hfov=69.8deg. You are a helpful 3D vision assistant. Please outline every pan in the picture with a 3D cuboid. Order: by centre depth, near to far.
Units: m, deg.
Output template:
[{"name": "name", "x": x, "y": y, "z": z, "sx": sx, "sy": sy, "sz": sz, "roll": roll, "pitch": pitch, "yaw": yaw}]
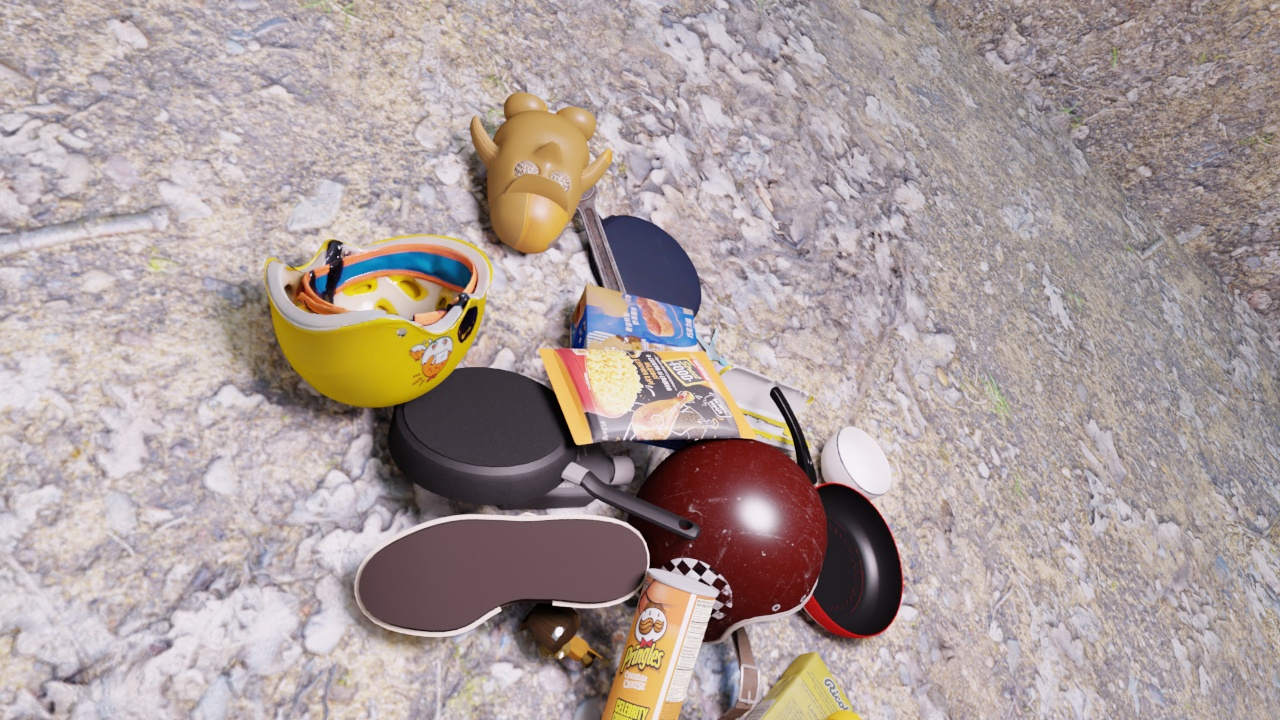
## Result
[{"name": "pan", "x": -0.098, "y": 0.101, "z": 0.973, "sx": 0.356, "sy": 0.044, "sz": 0.203, "roll": 22, "pitch": 33, "yaw": 13}, {"name": "pan", "x": 0.245, "y": 0.206, "z": 1.258, "sx": 0.208, "sy": 0.067, "sz": 0.356, "roll": -21, "pitch": 82, "yaw": -44}, {"name": "pan", "x": -0.038, "y": -0.195, "z": 1.362, "sx": 0.356, "sy": 0.021, "sz": 0.198, "roll": 51, "pitch": 43, "yaw": 2}]

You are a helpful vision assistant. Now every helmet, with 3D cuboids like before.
[{"name": "helmet", "x": -0.267, "y": -0.036, "z": 0.970, "sx": 0.209, "sy": 0.140, "sz": 0.239, "roll": 23, "pitch": 31, "yaw": 25}, {"name": "helmet", "x": 0.096, "y": 0.217, "z": 1.064, "sx": 0.234, "sy": 0.254, "sz": 0.232, "roll": 32, "pitch": 37, "yaw": -6}]

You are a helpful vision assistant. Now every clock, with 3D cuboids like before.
[{"name": "clock", "x": 0.220, "y": 0.463, "z": 1.038, "sx": 0.151, "sy": 0.052, "sz": 0.113, "roll": -14, "pitch": 75, "yaw": -37}]

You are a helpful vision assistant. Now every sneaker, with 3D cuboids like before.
[{"name": "sneaker", "x": -0.146, "y": 0.213, "z": 0.954, "sx": 0.293, "sy": 0.117, "sz": 0.111, "roll": -5, "pitch": 81, "yaw": -20}]

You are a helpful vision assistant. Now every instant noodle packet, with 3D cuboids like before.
[{"name": "instant noodle packet", "x": 0.007, "y": 0.037, "z": 1.049, "sx": 0.220, "sy": 0.032, "sz": 0.159, "roll": 1, "pitch": 38, "yaw": -25}]

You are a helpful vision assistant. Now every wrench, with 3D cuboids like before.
[{"name": "wrench", "x": -0.048, "y": -0.135, "z": 1.290, "sx": 0.070, "sy": 0.010, "sz": 0.273, "roll": -13, "pitch": 75, "yaw": -25}]

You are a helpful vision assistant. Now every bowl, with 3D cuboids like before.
[{"name": "bowl", "x": 0.313, "y": 0.161, "z": 1.367, "sx": 0.113, "sy": 0.063, "sz": 0.113, "roll": 24, "pitch": 46, "yaw": -27}]

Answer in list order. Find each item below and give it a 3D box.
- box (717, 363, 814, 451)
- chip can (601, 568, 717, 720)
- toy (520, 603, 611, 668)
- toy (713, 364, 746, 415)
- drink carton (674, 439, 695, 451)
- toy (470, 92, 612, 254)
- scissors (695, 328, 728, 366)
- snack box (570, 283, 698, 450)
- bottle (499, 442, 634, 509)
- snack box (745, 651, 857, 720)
[{"name": "box", "x": 0.175, "y": 0.077, "z": 1.278, "sx": 0.209, "sy": 0.080, "sz": 0.080, "roll": 20, "pitch": 35, "yaw": -43}, {"name": "chip can", "x": 0.010, "y": 0.326, "z": 0.924, "sx": 0.075, "sy": 0.075, "sz": 0.215, "roll": 20, "pitch": 86, "yaw": -28}, {"name": "toy", "x": -0.077, "y": 0.294, "z": 0.966, "sx": 0.100, "sy": 0.062, "sz": 0.076, "roll": 35, "pitch": 7, "yaw": 5}, {"name": "toy", "x": 0.123, "y": 0.048, "z": 1.307, "sx": 0.099, "sy": 0.036, "sz": 0.080, "roll": 21, "pitch": 82, "yaw": -45}, {"name": "drink carton", "x": 0.109, "y": 0.120, "z": 1.249, "sx": 0.130, "sy": 0.040, "sz": 0.064, "roll": 26, "pitch": 47, "yaw": -23}, {"name": "toy", "x": -0.139, "y": -0.242, "z": 1.223, "sx": 0.198, "sy": 0.163, "sz": 0.203, "roll": 13, "pitch": 64, "yaw": -13}, {"name": "scissors", "x": 0.114, "y": 0.008, "z": 1.351, "sx": 0.135, "sy": 0.015, "sz": 0.134, "roll": 35, "pitch": 51, "yaw": -17}, {"name": "snack box", "x": -0.007, "y": 0.007, "z": 1.163, "sx": 0.155, "sy": 0.069, "sz": 0.202, "roll": 13, "pitch": 41, "yaw": -15}, {"name": "bottle", "x": -0.086, "y": 0.129, "z": 1.081, "sx": 0.173, "sy": 0.046, "sz": 0.083, "roll": 6, "pitch": 58, "yaw": -36}, {"name": "snack box", "x": 0.185, "y": 0.449, "z": 1.085, "sx": 0.180, "sy": 0.045, "sz": 0.121, "roll": -32, "pitch": 86, "yaw": -43}]
